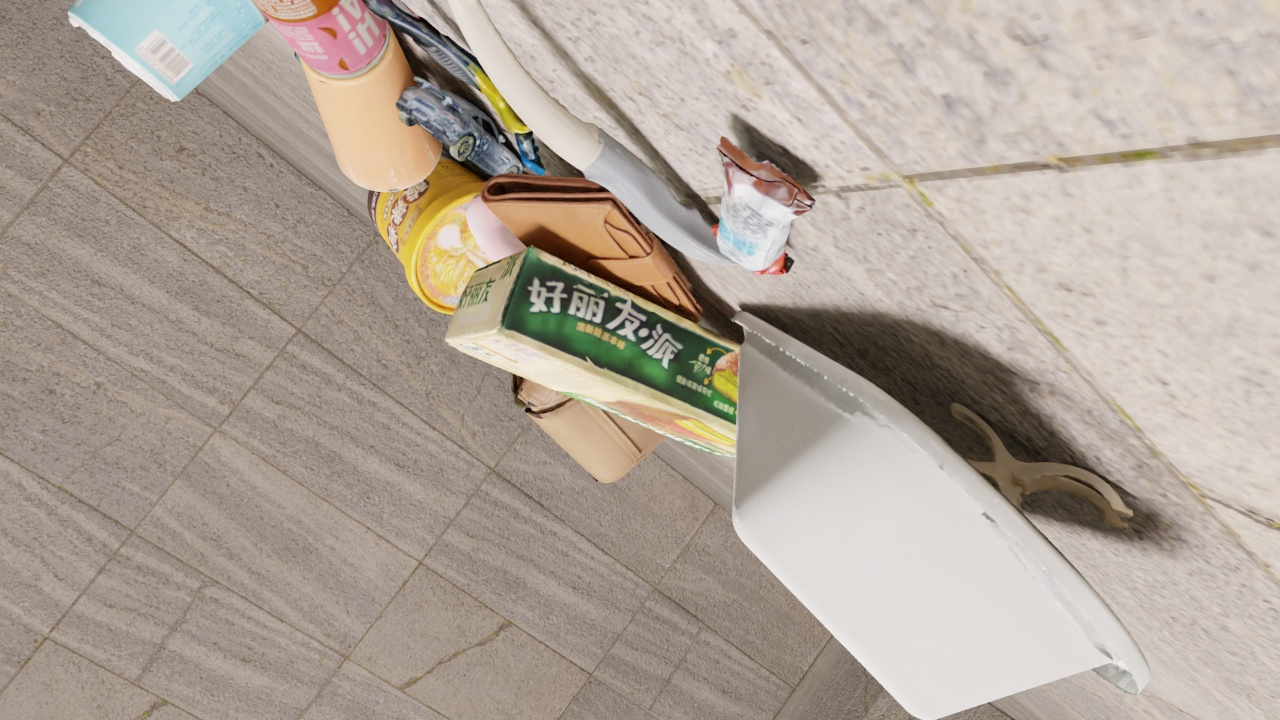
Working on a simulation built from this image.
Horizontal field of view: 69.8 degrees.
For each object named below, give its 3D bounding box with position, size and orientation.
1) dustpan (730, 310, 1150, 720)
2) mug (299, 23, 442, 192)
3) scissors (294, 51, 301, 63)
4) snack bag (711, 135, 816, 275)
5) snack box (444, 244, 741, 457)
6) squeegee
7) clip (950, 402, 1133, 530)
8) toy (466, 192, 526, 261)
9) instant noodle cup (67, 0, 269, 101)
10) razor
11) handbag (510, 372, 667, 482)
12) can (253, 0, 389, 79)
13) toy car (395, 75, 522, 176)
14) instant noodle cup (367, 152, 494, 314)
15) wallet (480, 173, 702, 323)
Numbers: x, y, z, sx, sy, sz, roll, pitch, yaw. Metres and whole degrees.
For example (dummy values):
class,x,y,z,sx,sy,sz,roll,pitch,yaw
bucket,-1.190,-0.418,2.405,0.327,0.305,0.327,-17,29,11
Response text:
class,x,y,z,sx,sy,sz,roll,pitch,yaw
dustpan,0.158,0.071,0.497,0.222,0.143,0.257,47,-150,-14
mug,-0.182,-0.177,0.616,0.078,0.078,0.123,36,164,9
scissors,-0.272,-0.262,0.743,0.174,0.019,0.176,32,171,48
snack bag,0.050,-0.062,0.399,0.045,0.026,0.105,37,172,9
snack box,-0.004,0.004,0.637,0.240,0.063,0.115,23,167,-24
squeegee,-0.026,-0.109,0.426,0.246,0.039,0.247,43,172,-38
clip,0.201,0.057,0.458,0.035,0.089,0.104,45,-160,-57
toy,-0.063,-0.087,0.700,0.160,0.054,0.121,13,158,43
instant noodle cup,-0.301,-0.240,0.602,0.111,0.120,0.111,37,173,5
razor,-0.096,-0.158,0.501,0.142,0.022,0.042,37,-156,-47
handbag,-0.034,0.017,0.837,0.100,0.147,0.204,31,166,35
can,-0.181,-0.207,0.476,0.058,0.058,0.147,36,173,11
toy car,-0.117,-0.152,0.620,0.054,0.037,0.120,35,-177,16
instant noodle cup,-0.170,-0.119,0.799,0.114,0.118,0.118,43,178,34
wallet,-0.027,-0.070,0.592,0.108,0.031,0.132,11,158,34
